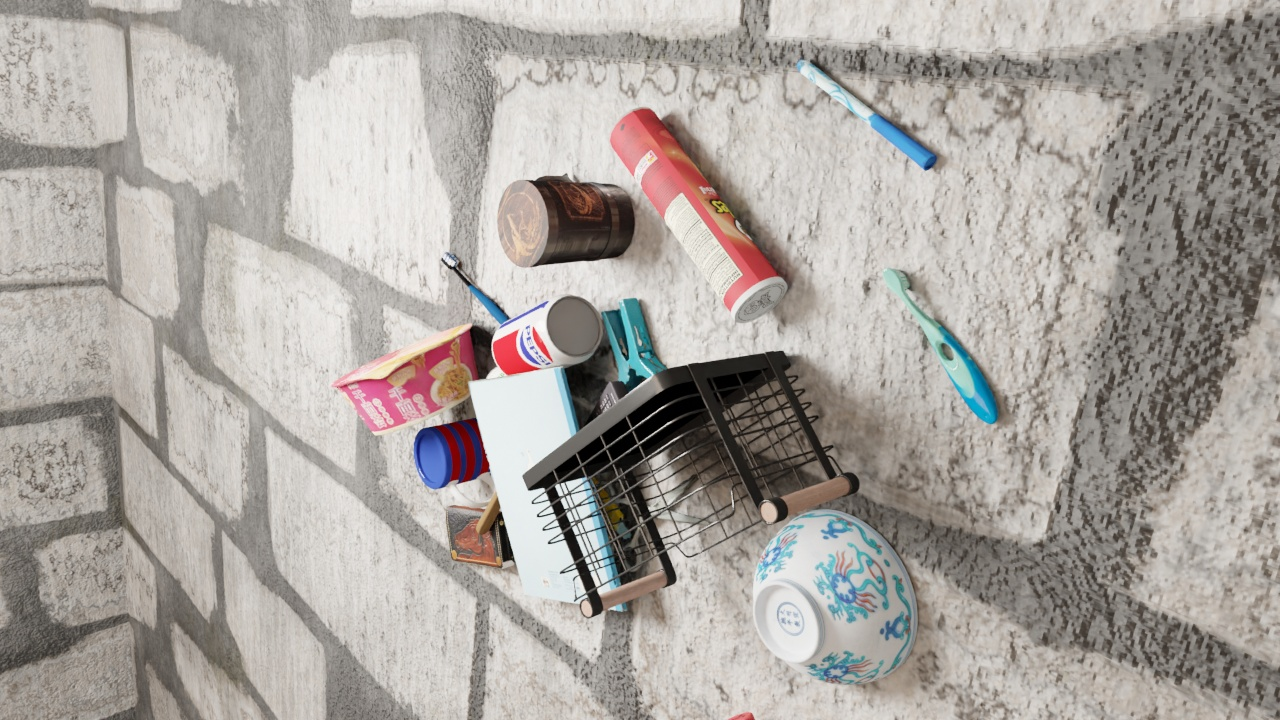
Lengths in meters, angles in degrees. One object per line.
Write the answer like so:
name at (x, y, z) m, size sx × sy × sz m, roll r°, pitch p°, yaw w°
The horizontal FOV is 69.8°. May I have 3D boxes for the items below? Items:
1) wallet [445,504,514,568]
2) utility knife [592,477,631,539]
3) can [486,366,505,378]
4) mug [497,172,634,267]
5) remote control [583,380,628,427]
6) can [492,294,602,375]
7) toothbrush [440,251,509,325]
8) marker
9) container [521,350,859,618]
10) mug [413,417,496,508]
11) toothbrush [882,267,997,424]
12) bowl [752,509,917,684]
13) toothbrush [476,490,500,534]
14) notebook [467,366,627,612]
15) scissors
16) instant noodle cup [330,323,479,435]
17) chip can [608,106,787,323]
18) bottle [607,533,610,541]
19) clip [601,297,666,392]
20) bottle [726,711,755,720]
wallet at (-0.203, 0.221, 1.154) m, size 0.123 × 0.019 × 0.072 m, roll -5°, pitch 93°, yaw 48°
utility knife at (-0.058, 0.129, 0.984) m, size 0.165 × 0.017 × 0.031 m, roll 46°, pitch 137°, yaw 28°
can at (-0.125, 0.044, 1.010) m, size 0.102 × 0.054 × 0.055 m, roll 31°, pitch 119°, yaw 40°
mug at (-0.079, -0.144, 0.884) m, size 0.115 × 0.107 × 0.080 m, roll 52°, pitch 131°, yaw 27°
remote control at (-0.039, 0.065, 0.927) m, size 0.032 × 0.015 × 0.137 m, roll 66°, pitch 151°, yaw 22°
can at (-0.097, -0.022, 0.941) m, size 0.132 × 0.070 × 0.070 m, roll -18°, pitch 84°, yaw 57°
toothbrush at (-0.190, -0.078, 1.086) m, size 0.167 × 0.014 × 0.014 m, roll 44°, pitch 116°, yaw 31°
marker at (0.164, -0.185, 0.681) m, size 0.142 × 0.013 × 0.013 m, roll 49°, pitch 130°, yaw 29°
container at (0.035, 0.103, 0.758) m, size 0.242 × 0.162 × 0.130 m, roll -38°, pitch 69°, yaw 41°
mug at (-0.216, 0.128, 1.108) m, size 0.075 × 0.076 × 0.112 m, roll -44°, pitch 65°, yaw 42°
toothbrush at (0.216, -0.013, 0.659) m, size 0.022 × 0.017 × 0.135 m, roll -46°, pitch 67°, yaw 41°
bowl at (0.139, 0.199, 0.737) m, size 0.144 × 0.074 × 0.144 m, roll 11°, pitch 106°, yaw 46°
toothbrush at (-0.157, 0.142, 1.076) m, size 0.016 × 0.016 × 0.167 m, roll 50°, pitch 121°, yaw 38°
notebook at (-0.103, 0.137, 0.965) m, size 0.181 × 0.009 × 0.253 m, roll -8°, pitch 98°, yaw 50°
scissors at (0.000, 0.143, 0.916) m, size 0.162 × 0.014 × 0.142 m, roll 41°, pitch 120°, yaw 31°
instant noodle cup at (-0.267, 0.026, 1.090) m, size 0.179 × 0.178 × 0.078 m, roll -10°, pitch 107°, yaw 48°
chip can at (0.045, -0.130, 0.793) m, size 0.214 × 0.051 × 0.052 m, roll 57°, pitch 133°, yaw 24°
bottle at (-0.082, 0.180, 0.999) m, size 0.111 × 0.043 × 0.043 m, roll 25°, pitch 115°, yaw 41°
clip at (-0.012, 0.014, 0.905) m, size 0.130 × 0.031 × 0.121 m, roll 57°, pitch 137°, yaw 23°
bottle at (0.111, 0.385, 0.814) m, size 0.062 × 0.061 × 0.137 m, roll -34°, pitch 74°, yaw 45°
